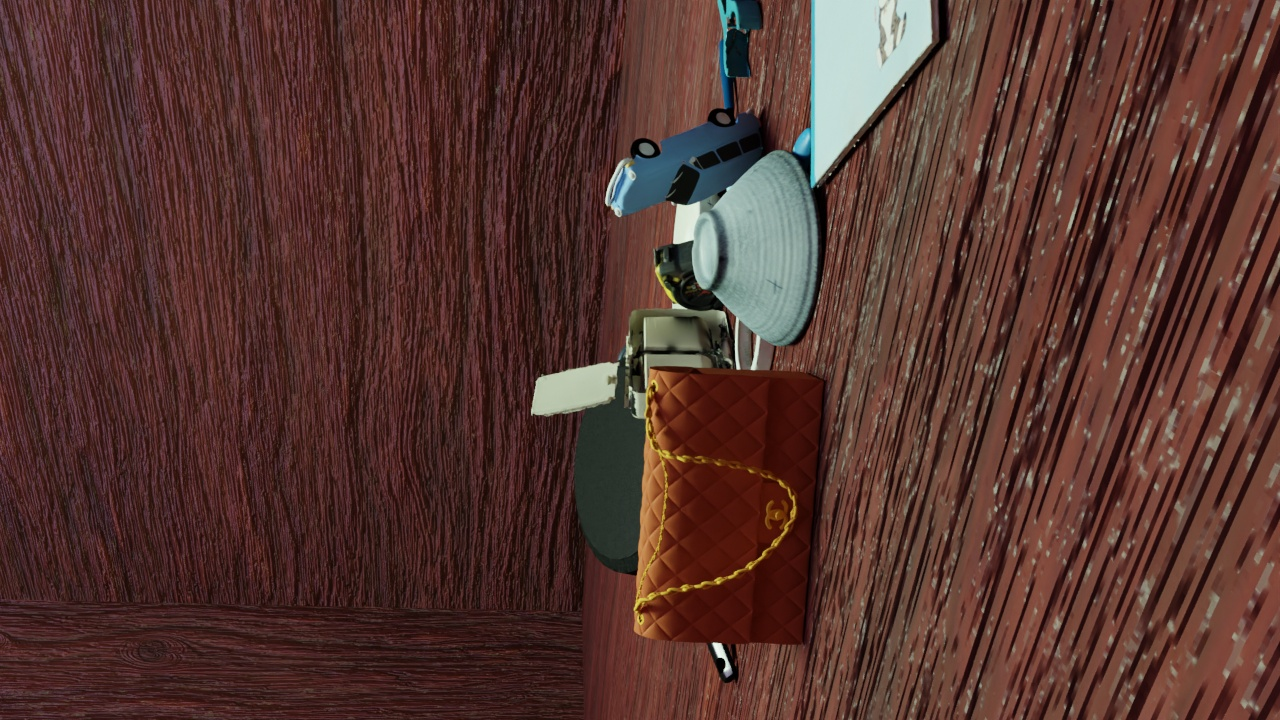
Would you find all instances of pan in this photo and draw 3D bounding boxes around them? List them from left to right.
[{"bbox_3d":[0.013,0.147,0.885,0.226,0.034,0.356,-59,37,33],"label":"pan"}]

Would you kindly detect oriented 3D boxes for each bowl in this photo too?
[{"bbox_3d":[0.071,-0.077,0.639,0.137,0.057,0.137,176,91,-76],"label":"bowl"}]

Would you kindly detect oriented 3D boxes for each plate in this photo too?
[{"bbox_3d":[0.062,-0.117,0.970,0.182,0.034,0.182,-179,92,-84],"label":"plate"}]

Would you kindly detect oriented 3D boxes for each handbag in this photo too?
[{"bbox_3d":[0.053,0.093,0.587,0.060,0.109,0.172,-126,39,-81],"label":"handbag"}]

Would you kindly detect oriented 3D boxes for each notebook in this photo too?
[{"bbox_3d":[0.126,-0.249,0.522,0.181,0.009,0.253,120,152,-77],"label":"notebook"}]

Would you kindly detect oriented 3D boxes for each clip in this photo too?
[{"bbox_3d":[0.091,-0.325,0.828,0.120,0.030,0.130,95,174,-70],"label":"clip"}]

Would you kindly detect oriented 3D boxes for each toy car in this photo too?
[{"bbox_3d":[0.040,-0.161,0.759,0.055,0.153,0.056,52,150,16],"label":"toy car"}]

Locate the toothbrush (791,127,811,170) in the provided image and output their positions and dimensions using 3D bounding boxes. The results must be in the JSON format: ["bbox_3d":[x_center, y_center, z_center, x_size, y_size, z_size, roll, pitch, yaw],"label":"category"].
[{"bbox_3d":[0.105,-0.128,0.660,0.135,0.017,0.022,117,155,-70],"label":"toothbrush"}]

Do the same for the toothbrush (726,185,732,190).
[{"bbox_3d":[0.086,-0.155,0.845,0.022,0.016,0.154,-45,30,29],"label":"toothbrush"}]

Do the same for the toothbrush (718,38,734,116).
[{"bbox_3d":[0.086,-0.259,0.894,0.014,0.014,0.167,81,-172,-57],"label":"toothbrush"}]

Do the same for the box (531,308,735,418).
[{"bbox_3d":[-0.006,0.006,0.848,0.143,0.184,0.044,-87,-2,-57],"label":"box"}]

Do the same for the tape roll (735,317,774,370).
[{"bbox_3d":[0.092,-0.025,0.738,0.093,0.013,0.093,-179,92,-84],"label":"tape roll"}]

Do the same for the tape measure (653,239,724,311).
[{"bbox_3d":[0.054,-0.080,0.846,0.072,0.071,0.042,67,-167,-47],"label":"tape measure"}]

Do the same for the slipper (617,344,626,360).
[{"bbox_3d":[0.012,0.016,1.155,0.266,0.083,0.108,125,149,-70],"label":"slipper"}]
